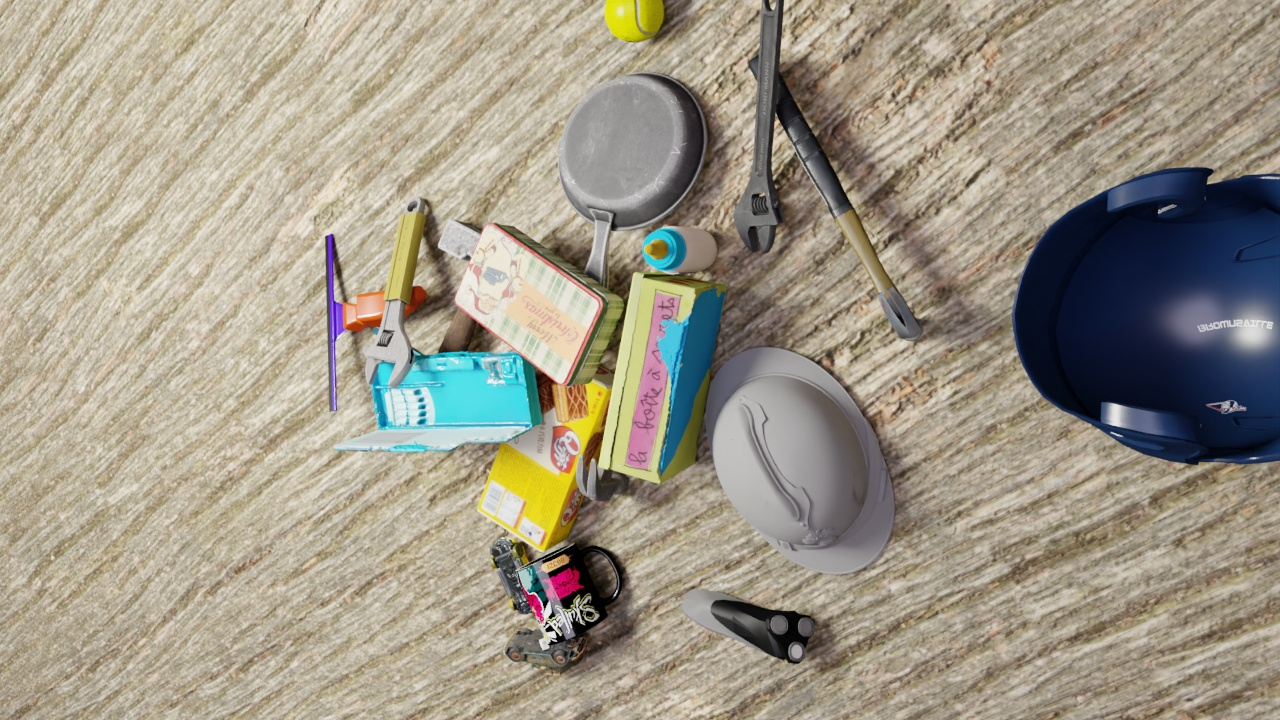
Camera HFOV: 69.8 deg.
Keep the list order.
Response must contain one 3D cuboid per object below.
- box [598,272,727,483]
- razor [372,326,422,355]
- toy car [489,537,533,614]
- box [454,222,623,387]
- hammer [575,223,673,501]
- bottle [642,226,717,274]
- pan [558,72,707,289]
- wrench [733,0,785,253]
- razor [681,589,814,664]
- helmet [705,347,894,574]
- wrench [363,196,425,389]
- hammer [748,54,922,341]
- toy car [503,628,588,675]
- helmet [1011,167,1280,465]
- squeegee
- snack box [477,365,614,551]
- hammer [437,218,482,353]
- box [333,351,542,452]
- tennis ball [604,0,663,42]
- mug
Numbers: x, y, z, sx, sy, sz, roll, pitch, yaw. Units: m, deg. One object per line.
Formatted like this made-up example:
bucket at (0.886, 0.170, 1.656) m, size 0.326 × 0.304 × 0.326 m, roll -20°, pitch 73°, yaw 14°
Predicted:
box at (0.027, 0.014, 1.021) m, size 0.081 × 0.124 × 0.221 m, roll 12°, pitch 103°, yaw 21°
razor at (-0.307, -0.008, 1.231) m, size 0.144 × 0.022 × 0.042 m, roll 32°, pitch 100°, yaw 23°
toy car at (-0.159, 0.278, 1.189) m, size 0.049 × 0.030 × 0.107 m, roll -27°, pitch 87°, yaw 27°
box at (-0.120, -0.067, 1.047) m, size 0.205 × 0.049 × 0.118 m, roll 37°, pitch 113°, yaw 28°
hammer at (-0.006, 0.006, 1.058) m, size 0.031 × 0.119 × 0.331 m, roll 19°, pitch 95°, yaw 20°
bottle at (0.037, -0.119, 0.985) m, size 0.051 × 0.146 × 0.051 m, roll 3°, pitch 97°, yaw 25°
pan at (-0.038, -0.159, 1.044) m, size 0.187 × 0.055 × 0.357 m, roll 16°, pitch 89°, yaw 26°
wrench at (0.127, -0.236, 0.942) m, size 0.073 × 0.018 × 0.274 m, roll 36°, pitch 137°, yaw 45°
razor at (0.117, 0.298, 1.050) m, size 0.156 × 0.060 × 0.057 m, roll 4°, pitch 55°, yaw 40°
helmet at (0.153, 0.119, 0.974) m, size 0.184 × 0.117 × 0.271 m, roll -32°, pitch 84°, yaw 25°
wrench at (-0.299, -0.090, 1.148) m, size 0.084 × 0.018 × 0.272 m, roll -9°, pitch 63°, yaw 28°
hammer at (0.196, -0.170, 0.935) m, size 0.025 × 0.117 × 0.333 m, roll -29°, pitch 78°, yaw 17°
toy car at (-0.117, 0.375, 1.172) m, size 0.112 × 0.047 × 0.047 m, roll -3°, pitch 114°, yaw 21°
helmet at (0.473, -0.029, 0.743) m, size 0.273 × 0.222 × 0.232 m, roll -4°, pitch 79°, yaw 55°
squeegee at (-0.349, -0.068, 1.216) m, size 0.185 × 0.055 × 0.249 m, roll -13°, pitch 77°, yaw 37°
snack box at (-0.108, 0.108, 1.127) m, size 0.110 × 0.061 × 0.230 m, roll 28°, pitch 107°, yaw 20°
hammer at (-0.205, -0.001, 1.155) m, size 0.218 × 0.037 × 0.301 m, roll 29°, pitch 101°, yaw 19°
box at (-0.245, 0.050, 1.076) m, size 0.227 × 0.121 × 0.098 m, roll -2°, pitch 103°, yaw 25°
tennis ball at (-0.007, -0.387, 1.019) m, size 0.065 × 0.065 × 0.065 m, roll 3°, pitch 97°, yaw 25°
mug at (-0.081, 0.280, 1.133) m, size 0.118 × 0.082 × 0.098 m, roll -25°, pitch 85°, yaw -2°
